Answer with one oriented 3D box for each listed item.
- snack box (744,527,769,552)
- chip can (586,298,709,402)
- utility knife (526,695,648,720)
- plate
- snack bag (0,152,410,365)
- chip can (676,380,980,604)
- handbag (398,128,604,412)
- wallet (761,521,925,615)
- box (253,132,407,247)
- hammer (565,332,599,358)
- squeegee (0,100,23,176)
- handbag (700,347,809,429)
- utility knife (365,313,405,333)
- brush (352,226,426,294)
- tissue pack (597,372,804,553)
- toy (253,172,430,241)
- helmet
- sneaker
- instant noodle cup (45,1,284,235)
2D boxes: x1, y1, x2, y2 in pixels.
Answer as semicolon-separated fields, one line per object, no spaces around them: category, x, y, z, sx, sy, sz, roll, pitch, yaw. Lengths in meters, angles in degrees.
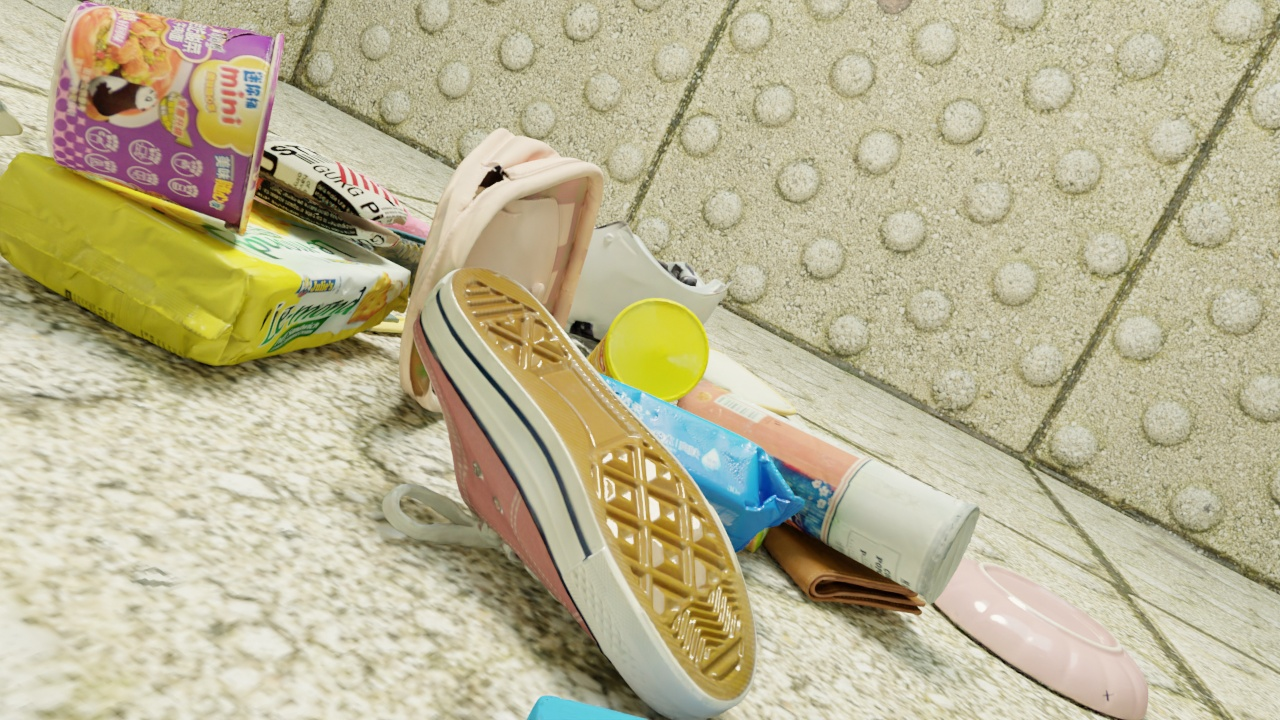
snack box;0.020;0.070;0.631;0.156;0.026;0.086;29;-23;17
chip can;-0.004;0.004;0.717;0.072;0.072;0.213;25;-9;-5
utility knife;0.028;0.154;0.340;0.166;0.018;0.034;24;12;-26
plate;0.324;0.214;0.749;0.192;0.039;0.192;26;9;-5
snack bag;-0.260;-0.060;0.580;0.158;0.068;0.246;26;9;5
chip can;0.120;0.085;0.645;0.215;0.071;0.071;26;8;30
handbag;-0.109;-0.051;0.626;0.093;0.193;0.233;20;17;4
wallet;0.140;0.138;0.677;0.119;0.035;0.130;20;11;-25
box;-0.238;-0.131;0.653;0.164;0.064;0.074;26;-10;10
hammer;0.022;0.048;0.869;0.126;0.032;0.323;16;13;-43
squeegee;-0.385;-0.116;0.650;0.247;0.039;0.246;12;-6;32
handbag;0.080;0.027;0.910;0.178;0.063;0.163;37;4;-36
utility knife;-0.197;-0.030;0.770;0.031;0.018;0.151;35;7;18
brush;-0.228;-0.099;0.924;0.143;0.055;0.073;15;16;-48
tissue pack;0.009;0.066;0.538;0.157;0.095;0.052;26;52;-7
toy;-0.332;-0.168;0.971;0.178;0.075;0.194;24;11;12
helmet;-0.038;-0.082;1.077;0.228;0.146;0.259;22;5;-45
sneaker;-0.041;0.067;0.433;0.118;0.088;0.241;-8;56;-54
instant noodle cup;-0.250;-0.133;0.488;0.099;0.112;0.111;11;15;-27
